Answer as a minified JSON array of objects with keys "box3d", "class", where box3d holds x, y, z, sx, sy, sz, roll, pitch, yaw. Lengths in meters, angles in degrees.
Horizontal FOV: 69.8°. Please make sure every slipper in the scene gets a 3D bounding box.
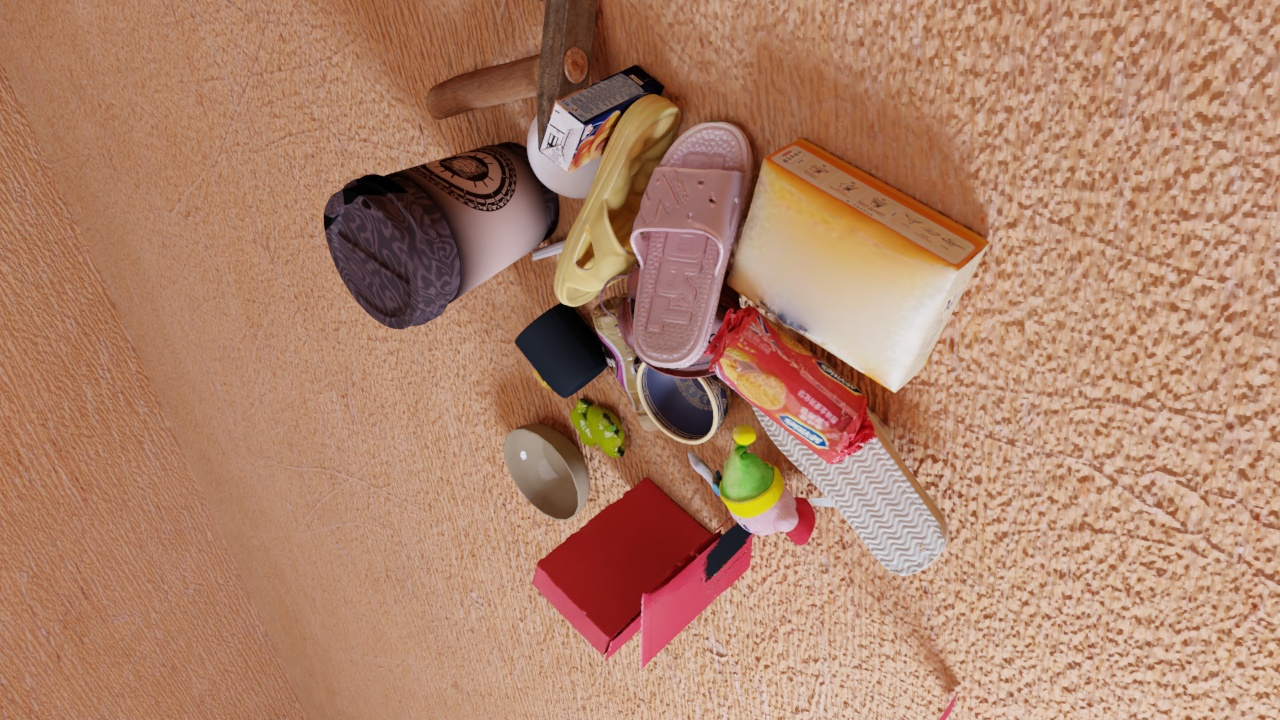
[{"box3d":[0.207,0.095,0.922,0.263,0.052,0.115,53,127,23],"class":"slipper"},{"box3d":[-0.010,-0.148,0.952,0.078,0.099,0.264,40,135,16],"class":"slipper"},{"box3d":[0.038,-0.113,0.850,0.094,0.064,0.239,10,86,21],"class":"slipper"}]

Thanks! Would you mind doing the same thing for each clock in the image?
[{"box3d":[0.036,-0.050,0.940,0.157,0.072,0.121,11,136,-10],"class":"clock"}]

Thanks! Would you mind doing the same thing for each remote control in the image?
[{"box3d":[-0.079,-0.138,1.077,0.131,0.033,0.012,-9,106,48],"class":"remote control"}]

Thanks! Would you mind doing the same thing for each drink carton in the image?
[{"box3d":[-0.036,-0.236,0.888,0.040,0.129,0.064,41,138,11],"class":"drink carton"}]

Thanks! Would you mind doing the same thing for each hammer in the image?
[{"box3d":[-0.157,-0.296,1.010,0.301,0.037,0.158,10,95,51],"class":"hammer"}]

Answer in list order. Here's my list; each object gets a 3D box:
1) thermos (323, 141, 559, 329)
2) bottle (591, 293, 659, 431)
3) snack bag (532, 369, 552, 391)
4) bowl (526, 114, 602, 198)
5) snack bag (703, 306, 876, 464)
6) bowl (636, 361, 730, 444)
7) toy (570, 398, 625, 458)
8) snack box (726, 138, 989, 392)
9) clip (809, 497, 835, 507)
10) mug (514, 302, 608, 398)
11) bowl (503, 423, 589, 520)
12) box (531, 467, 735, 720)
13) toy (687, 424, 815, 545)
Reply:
[{"box3d":[-0.217,-0.155,1.052,0.173,0.225,0.173,26,133,31],"class":"thermos"},{"box3d":[-0.006,0.006,1.086,0.060,0.059,0.166,5,122,44],"class":"bottle"},{"box3d":[-0.123,0.023,1.216,0.026,0.020,0.099,50,178,9],"class":"snack bag"},{"box3d":[-0.084,-0.227,1.004,0.115,0.050,0.115,26,133,31],"class":"bowl"},{"box3d":[0.141,0.023,0.865,0.176,0.082,0.083,39,139,7],"class":"snack bag"},{"box3d":[0.058,0.031,1.034,0.112,0.061,0.113,26,133,31],"class":"bowl"},{"box3d":[-0.056,0.090,1.215,0.094,0.036,0.094,61,146,3],"class":"toy"},{"box3d":[0.180,-0.081,0.815,0.195,0.080,0.145,36,138,23],"class":"snack box"},{"box3d":[0.230,0.152,0.966,0.102,0.056,0.056,-14,82,50],"class":"clip"},{"box3d":[-0.096,-0.008,1.159,0.094,0.085,0.122,52,169,4],"class":"mug"},{"box3d":[-0.126,0.152,1.316,0.152,0.050,0.153,26,133,31],"class":"bowl"},{"box3d":[-0.016,0.340,1.217,0.198,0.216,0.352,38,139,22],"class":"box"},{"box3d":[0.123,0.133,1.005,0.131,0.097,0.124,33,178,-29],"class":"toy"}]
